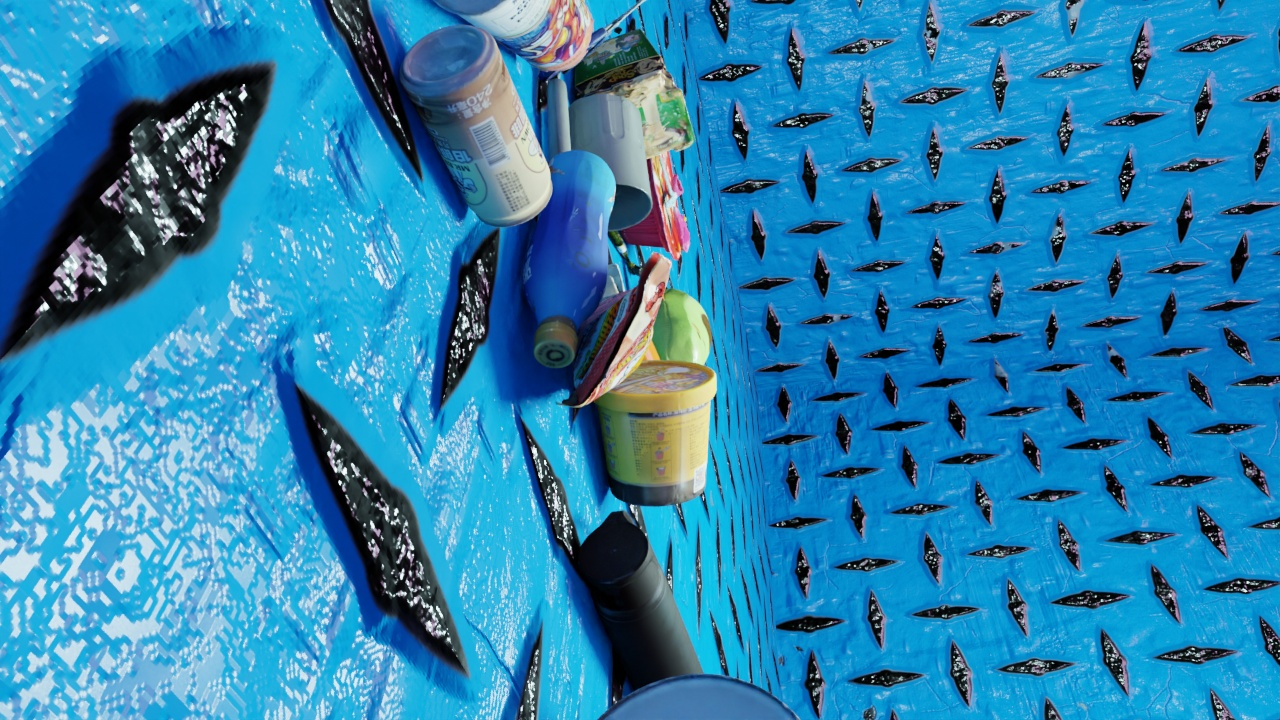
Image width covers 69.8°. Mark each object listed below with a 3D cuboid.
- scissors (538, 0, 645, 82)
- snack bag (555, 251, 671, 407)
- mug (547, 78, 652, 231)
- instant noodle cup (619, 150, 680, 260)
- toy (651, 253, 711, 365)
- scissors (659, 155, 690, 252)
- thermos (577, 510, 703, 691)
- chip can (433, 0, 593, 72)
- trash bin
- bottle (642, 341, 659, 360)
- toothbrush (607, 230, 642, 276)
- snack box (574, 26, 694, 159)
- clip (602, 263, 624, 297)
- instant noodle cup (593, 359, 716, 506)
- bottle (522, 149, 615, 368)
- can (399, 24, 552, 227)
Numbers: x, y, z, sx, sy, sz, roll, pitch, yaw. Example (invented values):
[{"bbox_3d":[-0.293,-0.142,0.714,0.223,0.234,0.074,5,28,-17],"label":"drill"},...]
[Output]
[{"bbox_3d":[-0.035,-0.307,0.860,0.162,0.176,0.012,-46,106,-31],"label":"scissors"},{"bbox_3d":[-0.022,-0.020,0.726,0.128,0.073,0.208,-56,-177,-1],"label":"snack bag"},{"bbox_3d":[-0.045,-0.193,0.857,0.124,0.084,0.103,29,50,-52],"label":"mug"},{"bbox_3d":[0.003,-0.218,1.156,0.193,0.066,0.194,-6,89,-80],"label":"instant noodle cup"},{"bbox_3d":[0.045,-0.028,1.170,0.246,0.090,0.227,-80,152,-70],"label":"toy"},{"bbox_3d":[0.042,-0.200,1.134,0.133,0.017,0.133,-83,159,-47],"label":"scissors"},{"bbox_3d":[0.009,0.230,0.813,0.089,0.068,0.243,-80,160,-47],"label":"thermos"},{"bbox_3d":[-0.089,-0.263,0.666,0.214,0.071,0.071,-43,124,-79],"label":"chip can"},{"bbox_3d":[0.066,0.364,0.637,0.229,0.230,0.252,-86,159,-50],"label":"trash bin"},{"bbox_3d":[-0.006,0.006,0.958,0.066,0.067,0.149,-64,137,-72],"label":"bottle"},{"bbox_3d":[-0.022,-0.137,1.086,0.012,0.017,0.186,-58,161,-8],"label":"toothbrush"},{"bbox_3d":[-0.015,-0.292,1.014,0.117,0.118,0.105,66,9,-56],"label":"snack box"},{"bbox_3d":[-0.022,-0.052,0.989,0.070,0.035,0.100,-75,146,-65],"label":"clip"},{"bbox_3d":[0.014,0.068,0.868,0.118,0.118,0.114,-63,151,-72],"label":"instant noodle cup"},{"bbox_3d":[-0.057,-0.082,0.715,0.218,0.065,0.065,-87,165,-46],"label":"bottle"},{"bbox_3d":[-0.096,-0.139,0.557,0.116,0.058,0.058,67,18,-54],"label":"can"}]
